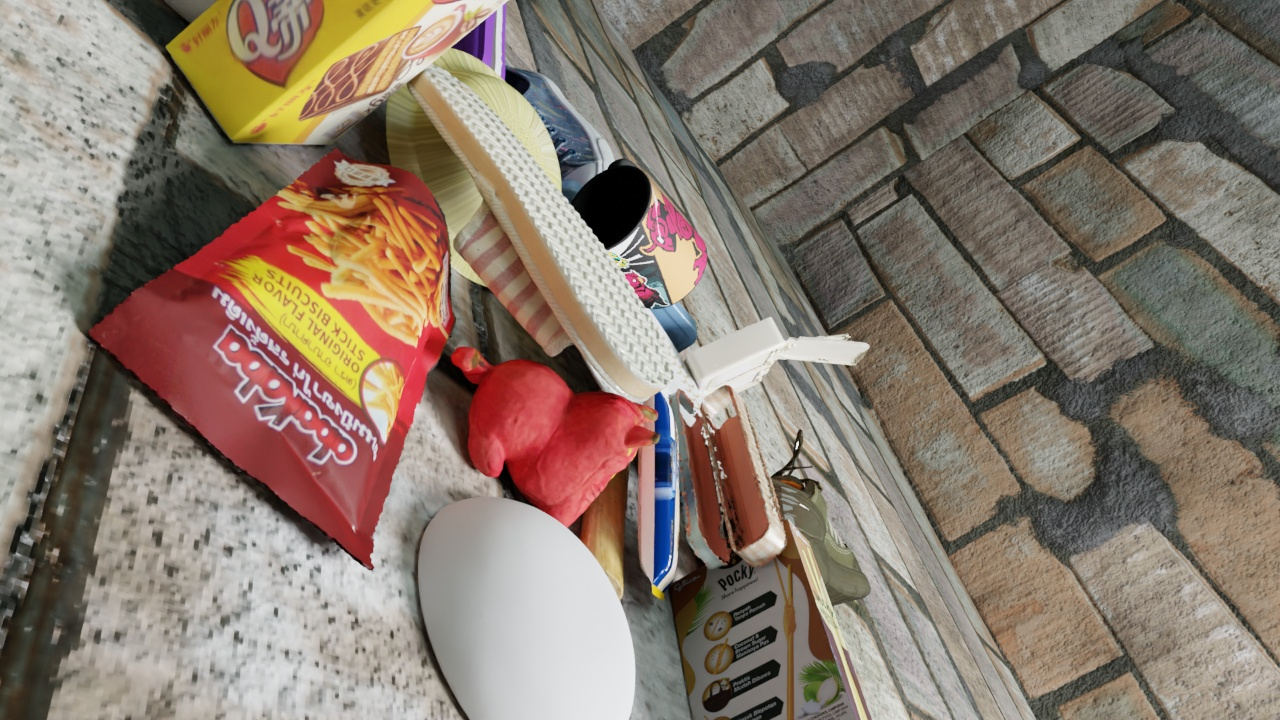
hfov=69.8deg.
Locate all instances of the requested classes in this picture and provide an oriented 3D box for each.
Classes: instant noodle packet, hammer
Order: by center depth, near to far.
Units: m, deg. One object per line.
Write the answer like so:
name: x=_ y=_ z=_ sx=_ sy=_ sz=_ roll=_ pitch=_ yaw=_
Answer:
instant noodle packet: x=0.011 y=0.086 z=0.600 sx=0.087 sy=0.026 sz=0.134 roll=71 pitch=18 yaw=-71
hammer: x=-0.023 y=0.058 z=0.681 sx=0.132 sy=0.033 sz=0.329 roll=53 pitch=16 yaw=-21

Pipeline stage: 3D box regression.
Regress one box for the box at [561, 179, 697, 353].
box: x=-0.029 y=-0.088 z=0.881 sx=0.209 sy=0.073 sz=0.085 roll=49 pitch=13 yaw=-27

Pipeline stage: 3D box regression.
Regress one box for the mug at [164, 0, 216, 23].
mug: x=-0.239 y=-0.245 z=0.541 sx=0.094 sy=0.068 sz=0.115 roll=52 pitch=16 yaw=-20

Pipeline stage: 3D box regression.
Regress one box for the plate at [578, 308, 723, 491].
plate: x=-0.004 y=0.004 z=0.753 sx=0.242 sy=0.016 sz=0.242 roll=51 pitch=17 yaw=-23

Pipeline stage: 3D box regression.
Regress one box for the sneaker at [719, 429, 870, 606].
sneaker: x=0.120 y=0.142 z=0.791 sx=0.238 sy=0.101 sz=0.142 roll=41 pitch=33 yaw=-59

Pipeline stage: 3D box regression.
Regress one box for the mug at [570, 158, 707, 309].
mug: x=-0.003 y=-0.117 z=0.780 sx=0.098 sy=0.082 sz=0.117 roll=39 pitch=39 yaw=-48

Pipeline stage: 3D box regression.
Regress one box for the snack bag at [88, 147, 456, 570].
snack bag: x=-0.147 y=-0.014 z=0.434 sx=0.139 sy=0.067 sz=0.207 roll=56 pitch=23 yaw=-25

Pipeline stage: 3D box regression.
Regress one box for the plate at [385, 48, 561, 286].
plate: x=-0.105 y=-0.147 z=0.682 sx=0.184 sy=0.036 sz=0.184 roll=26 pitch=59 yaw=-52

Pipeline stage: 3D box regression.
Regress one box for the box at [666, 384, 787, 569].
box: x=0.059 y=0.076 z=0.680 sx=0.071 sy=0.057 sz=0.186 roll=17 pitch=29 yaw=-16

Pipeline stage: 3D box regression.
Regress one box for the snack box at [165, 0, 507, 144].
snack box: x=-0.130 y=-0.208 z=0.496 sx=0.061 sy=0.231 sz=0.110 roll=56 pitch=15 yaw=-5

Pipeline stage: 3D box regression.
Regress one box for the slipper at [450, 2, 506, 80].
slipper: x=-0.182 y=-0.307 z=0.793 sx=0.084 sy=0.107 sz=0.266 roll=42 pitch=26 yaw=-44

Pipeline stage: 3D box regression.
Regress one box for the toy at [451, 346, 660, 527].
toy: x=-0.052 y=0.025 z=0.534 sx=0.133 sy=0.094 sz=0.088 roll=49 pitch=20 yaw=-29

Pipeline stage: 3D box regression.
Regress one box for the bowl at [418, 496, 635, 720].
bowl: x=-0.043 y=0.126 z=0.454 sx=0.149 sy=0.043 sz=0.149 roll=51 pitch=16 yaw=-21

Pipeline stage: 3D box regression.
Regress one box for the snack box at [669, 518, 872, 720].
snack box: x=0.080 y=0.198 z=0.582 sx=0.031 sy=0.101 sz=0.185 roll=48 pitch=18 yaw=-31

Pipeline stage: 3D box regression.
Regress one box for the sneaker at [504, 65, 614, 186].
sneaker: x=-0.098 y=-0.229 z=0.931 sx=0.079 sy=0.088 sz=0.235 roll=26 pitch=29 yaw=-50

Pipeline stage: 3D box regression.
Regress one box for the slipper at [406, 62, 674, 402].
slipper: x=-0.073 y=-0.077 z=0.568 sx=0.263 sy=0.052 sz=0.115 roll=56 pitch=18 yaw=17

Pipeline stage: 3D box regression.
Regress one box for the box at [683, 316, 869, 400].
box: x=0.128 y=0.002 z=0.923 sx=0.144 sy=0.187 sz=0.058 roll=93 pitch=-19 yaw=-75
